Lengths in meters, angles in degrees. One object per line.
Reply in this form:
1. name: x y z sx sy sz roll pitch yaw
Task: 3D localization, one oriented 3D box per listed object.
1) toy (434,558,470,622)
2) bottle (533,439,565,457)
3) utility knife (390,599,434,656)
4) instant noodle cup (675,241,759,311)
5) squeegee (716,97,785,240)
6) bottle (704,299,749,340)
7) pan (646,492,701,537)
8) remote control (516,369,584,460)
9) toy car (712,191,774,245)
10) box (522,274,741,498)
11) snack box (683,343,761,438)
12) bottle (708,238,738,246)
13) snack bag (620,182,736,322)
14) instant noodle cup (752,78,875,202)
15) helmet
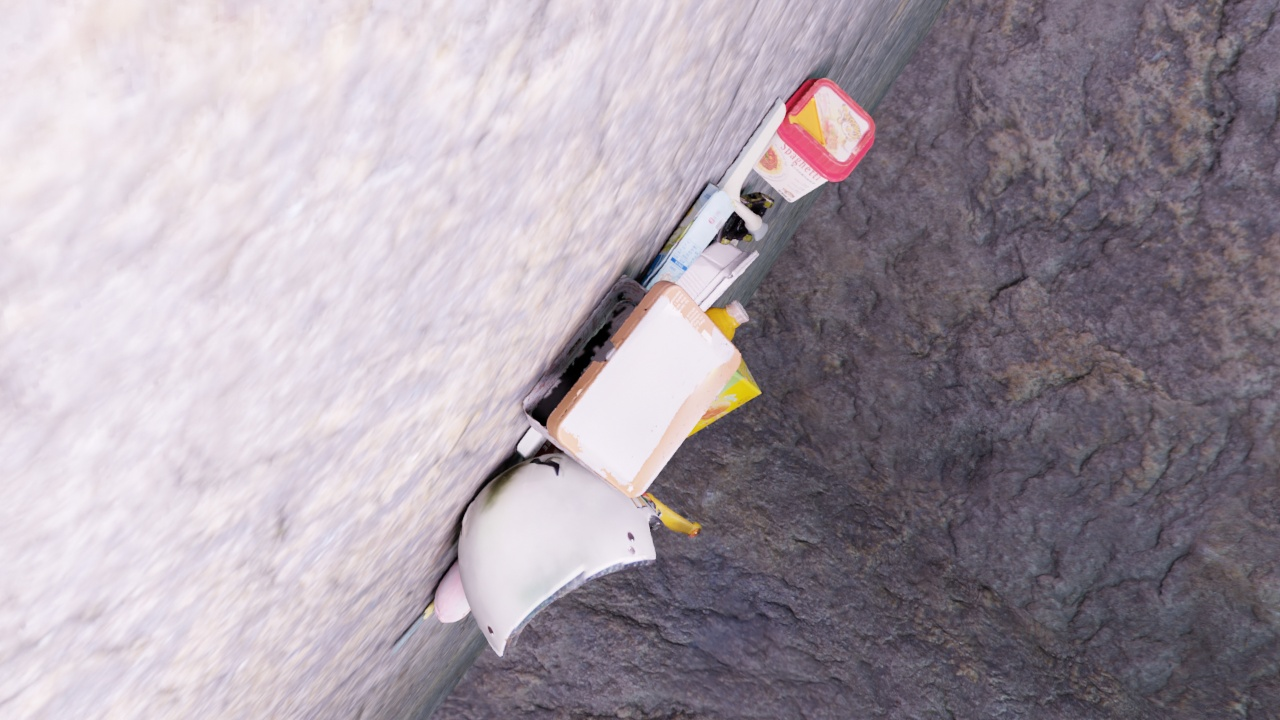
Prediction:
1. toy: -0.209 0.260 1.165 0.159 0.054 0.122 -60 179 -31
2. bottle: -0.093 0.105 1.130 0.175 0.057 0.057 -56 174 19
3. utility knife: -0.264 0.313 1.220 0.215 0.022 0.031 -39 159 -52
4. instant noodle cup: 0.084 -0.104 1.259 0.138 0.060 0.173 -46 177 27
5. squeegee: 0.138 -0.181 1.172 0.246 0.039 0.246 -54 163 7
6. bottle: 0.075 -0.027 1.385 0.190 0.068 0.068 -33 179 14
7. pan: -0.014 0.201 1.371 0.198 0.078 0.357 -43 144 11
8. remote control: -0.094 0.058 1.023 0.124 0.024 0.049 -52 174 -10
9. toy car: 0.138 -0.200 1.269 0.070 0.042 0.157 -60 164 23
10. box: -0.010 0.022 0.869 0.182 0.152 0.174 -53 172 -12
11. snack box: 0.073 0.041 1.342 0.158 0.070 0.210 -32 159 11
12. bottle: 0.092 -0.119 1.388 0.079 0.044 0.195 -49 171 -44
13. snack bag: 0.035 -0.108 1.024 0.191 0.039 0.110 -53 180 8
14. instant noodle cup: 0.215 -0.274 1.174 0.116 0.116 0.124 -51 -176 -27
15. helmet: -0.103 0.184 0.995 0.230 0.157 0.274 -32 180 3
